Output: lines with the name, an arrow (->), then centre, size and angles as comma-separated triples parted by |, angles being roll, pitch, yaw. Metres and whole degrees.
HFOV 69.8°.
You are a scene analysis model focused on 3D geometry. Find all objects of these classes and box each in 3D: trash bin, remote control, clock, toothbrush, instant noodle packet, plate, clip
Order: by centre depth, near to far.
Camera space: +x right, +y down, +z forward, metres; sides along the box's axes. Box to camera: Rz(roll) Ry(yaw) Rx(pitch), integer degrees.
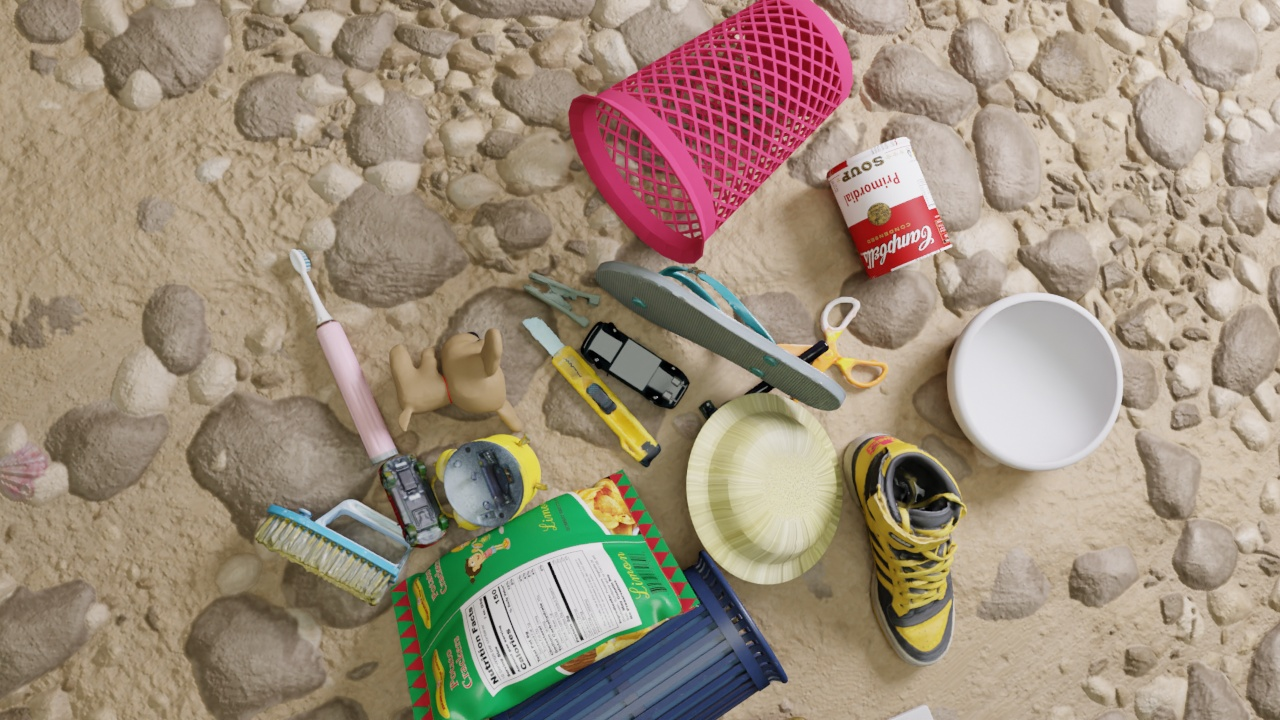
instant noodle packet -> -0.096, 0.211, 0.825 | 0.252, 0.195, 0.090 | -26, 126, -7
trash bin -> -0.007, 0.302, 0.842 | 0.249, 0.139, 0.139 | -33, 91, -5
clock -> -0.150, 0.116, 0.870 | 0.119, 0.057, 0.083 | -21, 92, 18
plate -> 0.133, 0.121, 0.880 | 0.184, 0.036, 0.184 | 5, 80, -27
toothbrush -> -0.289, -0.005, 0.884 | 0.027, 0.026, 0.222 | -23, 89, 14
clip -> -0.081, -0.056, 0.910 | 0.078, 0.023, 0.050 | 12, 85, -7
remote control -> 0.235, 0.386, 0.923 | 0.131, 0.012, 0.033 | -20, 87, -6

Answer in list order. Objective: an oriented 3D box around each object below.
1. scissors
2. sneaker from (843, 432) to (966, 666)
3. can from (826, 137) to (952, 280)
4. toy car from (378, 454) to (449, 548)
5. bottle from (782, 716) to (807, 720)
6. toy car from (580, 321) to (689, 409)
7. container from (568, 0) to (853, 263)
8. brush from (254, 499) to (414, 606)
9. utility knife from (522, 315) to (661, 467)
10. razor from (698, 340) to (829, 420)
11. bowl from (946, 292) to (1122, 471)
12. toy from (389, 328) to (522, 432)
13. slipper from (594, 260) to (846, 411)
scissors -> 0.194, -0.012, 0.940 | 0.125, 0.011, 0.128 | 7, 86, -3
sneaker -> 0.267, 0.186, 0.882 | 0.086, 0.122, 0.238 | -16, 88, -5
can -> 0.247, -0.150, 0.915 | 0.086, 0.087, 0.116 | -22, 90, -7
toy car -> -0.217, 0.135, 0.870 | 0.042, 0.036, 0.091 | -19, 71, -37
bottle -> 0.088, 0.391, 0.885 | 0.166, 0.059, 0.059 | -12, 88, -4
toy car -> -0.005, 0.005, 0.907 | 0.112, 0.034, 0.046 | 33, 85, -4
container -> 0.077, -0.232, 0.868 | 0.225, 0.183, 0.183 | -40, 92, -14
brush -> -0.286, 0.167, 0.863 | 0.136, 0.055, 0.075 | 29, 62, -4
utility knife -> -0.049, 0.029, 0.914 | 0.030, 0.018, 0.191 | -42, 89, -15
razor -> 0.129, 0.024, 0.921 | 0.144, 0.022, 0.043 | -35, 92, -1
bowl -> 0.388, 0.022, 0.930 | 0.176, 0.066, 0.176 | 0, 87, -6
toy -> -0.176, 0.019, 0.864 | 0.108, 0.134, 0.105 | -11, 47, -5
slipper -> 0.082, -0.039, 0.876 | 0.269, 0.098, 0.054 | 30, 76, 6
